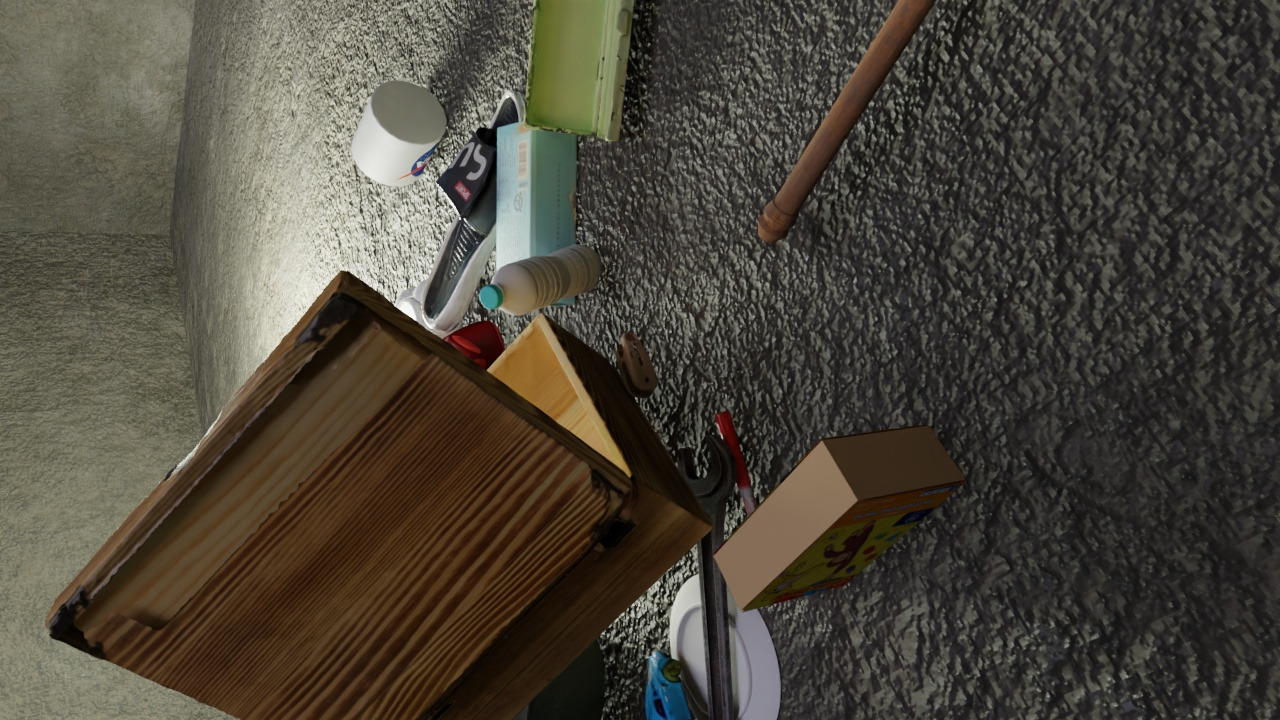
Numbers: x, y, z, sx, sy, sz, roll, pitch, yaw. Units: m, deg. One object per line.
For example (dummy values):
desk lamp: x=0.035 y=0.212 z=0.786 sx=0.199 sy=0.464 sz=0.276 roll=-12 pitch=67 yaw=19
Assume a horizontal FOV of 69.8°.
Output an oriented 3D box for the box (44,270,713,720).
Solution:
box: x=-0.168 y=0.096 z=0.641 sx=0.279 sy=0.336 sz=0.286 roll=-45 pitch=40 yaw=9

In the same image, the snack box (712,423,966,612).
snack box: x=0.115 y=0.095 z=0.546 sx=0.126 sy=0.088 sz=0.040 roll=-57 pitch=48 yaw=41

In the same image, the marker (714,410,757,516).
marker: x=0.079 y=0.105 z=0.667 sx=0.013 sy=0.012 sz=0.142 roll=-39 pitch=62 yaw=51

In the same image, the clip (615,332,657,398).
clip: x=-0.003 y=0.002 z=0.773 sx=0.061 sy=0.025 sz=0.049 roll=36 pitch=118 yaw=57

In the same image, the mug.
mug: x=-0.290 y=-0.286 z=1.122 sx=0.090 sy=0.091 sz=0.121 roll=-40 pitch=28 yaw=50

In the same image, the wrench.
wrench: x=0.056 y=0.192 z=0.689 sx=0.070 sy=0.010 sz=0.273 roll=-3 pitch=90 yaw=57

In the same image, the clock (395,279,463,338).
clock: x=-0.255 y=-0.014 z=1.113 sx=0.126 sy=0.072 sz=0.161 roll=-11 pitch=77 yaw=56

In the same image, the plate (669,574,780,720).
plate: x=0.059 y=0.234 z=0.711 sx=0.135 sy=0.011 sz=0.134 roll=8 pitch=99 yaw=55

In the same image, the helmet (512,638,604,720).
helmet: x=-0.119 y=0.307 z=0.853 sx=0.227 sy=0.153 sz=0.268 roll=57 pitch=132 yaw=42

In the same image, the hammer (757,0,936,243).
hammer: x=0.142 y=-0.183 z=0.484 sx=0.162 sy=0.082 sz=0.319 roll=62 pitch=139 yaw=32

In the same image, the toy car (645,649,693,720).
toy car: x=0.023 y=0.278 z=0.718 sx=0.105 sy=0.032 sz=0.048 roll=-115 pitch=24 yaw=-48

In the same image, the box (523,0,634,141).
box: x=-0.053 y=-0.283 z=0.764 sx=0.098 sy=0.082 sz=0.188 roll=-118 pitch=33 yaw=-74

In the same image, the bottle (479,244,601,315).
bottle: x=-0.086 y=-0.068 z=0.786 sx=0.044 sy=0.136 sz=0.044 roll=11 pitch=111 yaw=30

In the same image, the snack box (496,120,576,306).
snack box: x=-0.100 y=-0.139 z=0.875 sx=0.075 sy=0.053 sz=0.175 roll=10 pitch=100 yaw=55

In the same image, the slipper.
slipper: x=-0.184 y=-0.156 z=0.954 sx=0.111 sy=0.063 sz=0.264 roll=50 pitch=121 yaw=50

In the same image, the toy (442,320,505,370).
toy: x=-0.180 y=0.059 z=0.940 sx=0.197 sy=0.120 sz=0.159 roll=-122 pitch=43 yaw=-60
